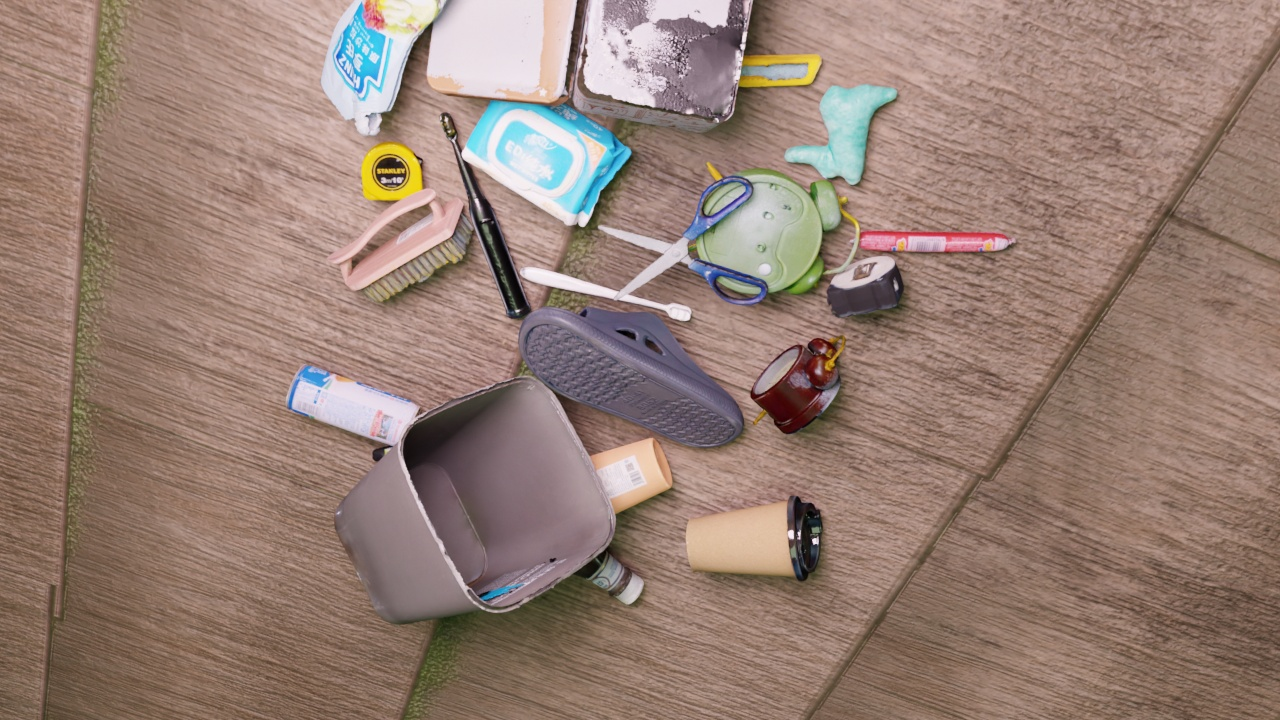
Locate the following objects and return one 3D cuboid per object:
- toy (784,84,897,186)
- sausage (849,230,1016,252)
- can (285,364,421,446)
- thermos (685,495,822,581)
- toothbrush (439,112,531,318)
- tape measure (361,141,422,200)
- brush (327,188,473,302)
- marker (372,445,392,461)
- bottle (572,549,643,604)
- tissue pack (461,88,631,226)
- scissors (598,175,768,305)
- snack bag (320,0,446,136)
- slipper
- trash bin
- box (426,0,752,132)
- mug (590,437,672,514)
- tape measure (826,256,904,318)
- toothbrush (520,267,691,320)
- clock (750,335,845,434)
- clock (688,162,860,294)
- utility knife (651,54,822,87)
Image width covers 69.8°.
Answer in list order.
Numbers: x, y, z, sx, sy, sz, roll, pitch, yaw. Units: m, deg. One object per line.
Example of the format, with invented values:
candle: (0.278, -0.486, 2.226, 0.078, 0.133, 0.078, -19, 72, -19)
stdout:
toy: (0.181, -0.205, 0.837, 0.096, 0.030, 0.092, 4, 115, 10)
sausage: (0.280, -0.114, 0.880, 0.156, 0.020, 0.020, 2, 117, 5)
can: (-0.312, 0.051, 1.002, 0.134, 0.053, 0.053, 20, 117, -5)
thermos: (0.127, 0.201, 1.023, 0.143, 0.092, 0.093, -7, 116, 19)
toothbrush: (-0.154, -0.140, 0.904, 0.026, 0.027, 0.213, -21, 115, -7)
tape measure: (-0.240, -0.183, 0.889, 0.060, 0.029, 0.057, -4, 114, -12)
brush: (-0.238, -0.112, 0.905, 0.146, 0.063, 0.073, -25, 125, 22)
marker: (-0.252, 0.096, 1.043, 0.124, 0.015, 0.018, -14, 114, 16)
bottle: (-0.080, 0.219, 1.073, 0.195, 0.043, 0.080, 39, 120, -15)
tissue pack: (-0.090, -0.194, 0.849, 0.140, 0.063, 0.090, 31, 114, -10)
scissors: (0.047, -0.101, 0.849, 0.162, 0.012, 0.176, 37, 116, -13)
snack bag: (-0.221, -0.291, 0.792, 0.110, 0.038, 0.191, 50, 121, 16)
slipper: (-0.006, 0.006, 0.942, 0.268, 0.083, 0.111, 29, 141, -26)
trash bin: (-0.181, 0.159, 0.933, 0.220, 0.198, 0.198, -32, 84, 43)
box: (-0.043, -0.294, 0.751, 0.272, 0.106, 0.178, 10, 96, 6)
mug: (-0.032, 0.133, 1.009, 0.123, 0.078, 0.078, -23, 113, 11)
tape measure: (0.217, -0.072, 0.881, 0.066, 0.065, 0.033, -11, 116, 31)
toothbrush: (-0.035, -0.068, 0.935, 0.180, 0.016, 0.016, 14, 112, -2)
clock: (0.164, 0.020, 0.926, 0.055, 0.081, 0.122, 42, 116, -9)
clock: (0.128, -0.122, 0.869, 0.161, 0.056, 0.116, 14, 118, -2)
utility knife: (0.085, -0.262, 0.824, 0.154, 0.015, 0.033, 0, 120, 5)
